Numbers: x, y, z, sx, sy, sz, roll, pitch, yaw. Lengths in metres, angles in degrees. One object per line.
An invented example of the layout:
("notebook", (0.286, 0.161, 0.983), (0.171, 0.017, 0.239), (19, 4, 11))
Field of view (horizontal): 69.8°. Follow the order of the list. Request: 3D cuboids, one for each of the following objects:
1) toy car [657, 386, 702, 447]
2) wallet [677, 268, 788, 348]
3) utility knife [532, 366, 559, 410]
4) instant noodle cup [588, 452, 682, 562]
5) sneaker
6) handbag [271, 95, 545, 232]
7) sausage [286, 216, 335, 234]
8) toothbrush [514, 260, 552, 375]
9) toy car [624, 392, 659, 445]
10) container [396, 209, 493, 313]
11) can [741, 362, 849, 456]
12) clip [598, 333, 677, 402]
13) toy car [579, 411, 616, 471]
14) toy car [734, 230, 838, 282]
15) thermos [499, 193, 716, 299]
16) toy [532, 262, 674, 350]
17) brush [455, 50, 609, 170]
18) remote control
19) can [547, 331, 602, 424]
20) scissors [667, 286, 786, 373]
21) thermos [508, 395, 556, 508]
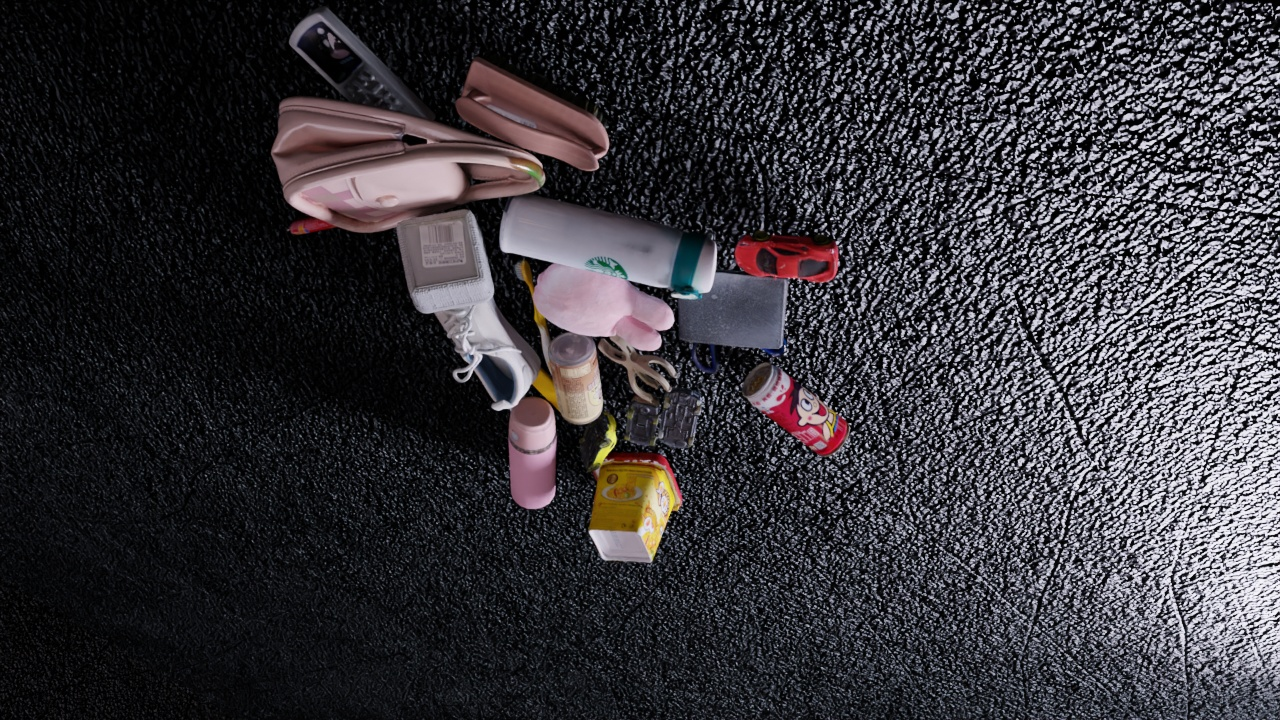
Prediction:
("toy car", (0.050, 0.072, 1.171), (0.049, 0.031, 0.106), (14, 137, 5))
("wallet", (0.100, -0.058, 1.009), (0.121, 0.019, 0.097), (6, 131, 11))
("utility knife", (-0.120, 0.031, 1.196), (0.033, 0.015, 0.154), (-23, 125, 29))
("instant noodle cup", (-0.014, 0.205, 1.269), (0.116, 0.123, 0.116), (-1, 136, 20))
("sneaker", (-0.207, -0.042, 1.082), (0.090, 0.090, 0.242), (-14, 123, 29))
("handbag", (-0.209, -0.185, 0.883), (0.234, 0.093, 0.193), (-1, 177, 5))
("sausage", (-0.349, -0.164, 1.058), (0.156, 0.020, 0.020), (-8, 133, 26))
("toothbrush", (-0.124, -0.047, 1.112), (0.018, 0.016, 0.192), (13, 140, 22))
("toy car", (0.004, 0.078, 1.190), (0.042, 0.035, 0.091), (14, 139, 5))
("container", (-0.206, -0.105, 0.968), (0.090, 0.090, 0.114), (-12, 179, -8))
("can", (0.185, 0.058, 1.093), (0.132, 0.053, 0.053), (36, 135, -20))
("clip", (-0.011, 0.013, 1.127), (0.104, 0.034, 0.084), (27, 137, -4))
("toy car", (-0.056, 0.109, 1.240), (0.032, 0.048, 0.105), (-5, 145, -26))
("toy car", (0.149, -0.105, 0.945), (0.106, 0.031, 0.049), (8, 137, 14))
("thermos", (-0.031, -0.119, 0.957), (0.224, 0.073, 0.073), (14, 139, 5))
("toy", (-0.043, -0.061, 1.039), (0.159, 0.054, 0.122), (23, 146, -6))
("brush", (-0.098, -0.227, 0.864), (0.145, 0.072, 0.063), (24, 138, -10))
("remote control", (-0.275, -0.277, 0.907), (0.058, 0.021, 0.150), (-24, 125, 37))
("can", (-0.080, 0.022, 1.140), (0.058, 0.058, 0.116), (7, 138, 11))
("scissors", (0.090, -0.042, 1.047), (0.175, 0.012, 0.163), (20, 138, 0))
("thermos", (-0.155, 0.122, 1.273), (0.087, 0.067, 0.199), (46, 151, 28))
